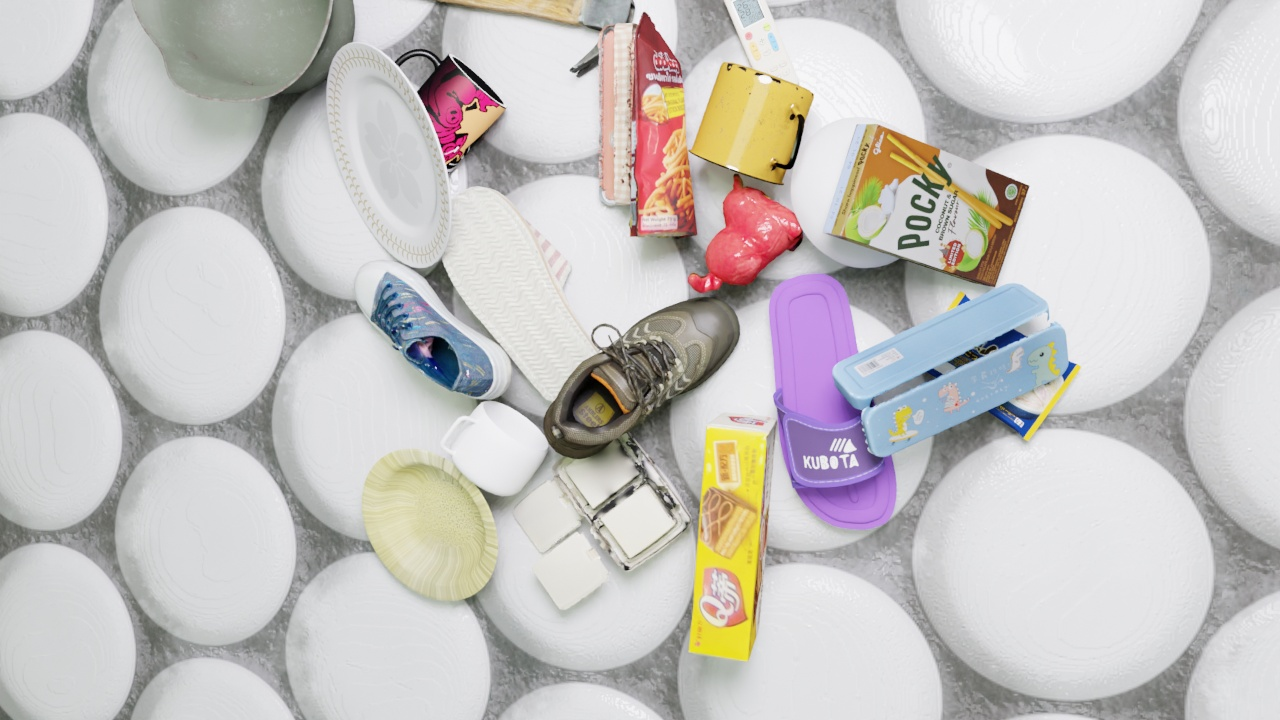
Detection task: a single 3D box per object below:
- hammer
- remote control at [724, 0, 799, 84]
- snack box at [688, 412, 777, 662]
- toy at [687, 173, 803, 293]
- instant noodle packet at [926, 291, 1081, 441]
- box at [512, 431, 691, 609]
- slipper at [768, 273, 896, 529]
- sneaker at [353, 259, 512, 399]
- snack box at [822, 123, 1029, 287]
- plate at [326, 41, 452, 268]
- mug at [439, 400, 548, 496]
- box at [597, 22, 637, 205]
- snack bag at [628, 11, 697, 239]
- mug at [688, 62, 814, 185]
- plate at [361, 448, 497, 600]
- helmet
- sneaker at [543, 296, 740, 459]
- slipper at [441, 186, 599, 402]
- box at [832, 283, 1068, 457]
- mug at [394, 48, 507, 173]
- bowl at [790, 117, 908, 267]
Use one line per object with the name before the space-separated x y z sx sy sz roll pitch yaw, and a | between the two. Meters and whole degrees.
hammer | -0.166 -0.402 1.013 0.331 0.033 0.132 15 98 14
remote control | 0.125 -0.328 0.945 0.038 0.018 0.125 -23 86 15
snack box | 0.095 0.174 0.932 0.062 0.110 0.230 5 94 13
toy | 0.092 -0.122 0.931 0.133 0.088 0.094 -39 82 -8
instant noodle packet | 0.346 0.005 0.900 0.134 0.026 0.087 35 96 11
box | -0.051 0.169 1.004 0.188 0.058 0.144 -37 83 10
slipper | 0.184 0.045 0.915 0.107 0.084 0.266 -11 90 15
sneaker | -0.248 -0.030 1.009 0.235 0.079 0.088 37 114 22
snack box | 0.268 -0.141 0.855 0.185 0.032 0.101 13 98 -24
plate | -0.268 -0.217 0.987 0.243 0.016 0.243 30 134 37
mug | -0.162 0.093 0.995 0.068 0.115 0.094 -53 43 11
box | -0.023 -0.254 0.956 0.071 0.056 0.187 10 106 40
snack bag | 0.014 -0.226 0.922 0.067 0.138 0.208 -1 95 20
mug | 0.116 -0.229 0.892 0.124 0.100 0.094 39 116 47
plate | -0.232 0.181 1.045 0.185 0.036 0.184 8 109 23
helmet | -0.422 -0.393 1.016 0.268 0.153 0.227 24 100 8
sneaker | -0.005 0.006 0.918 0.238 0.143 0.101 -38 82 -3
slipper | -0.123 -0.070 1.009 0.115 0.052 0.263 -31 95 10
box | 0.291 0.007 0.867 0.209 0.073 0.086 -24 117 -3
mug | -0.222 -0.280 0.997 0.118 0.081 0.098 40 103 -22
bowl | 0.222 -0.166 0.883 0.149 0.043 0.149 1 87 -12
